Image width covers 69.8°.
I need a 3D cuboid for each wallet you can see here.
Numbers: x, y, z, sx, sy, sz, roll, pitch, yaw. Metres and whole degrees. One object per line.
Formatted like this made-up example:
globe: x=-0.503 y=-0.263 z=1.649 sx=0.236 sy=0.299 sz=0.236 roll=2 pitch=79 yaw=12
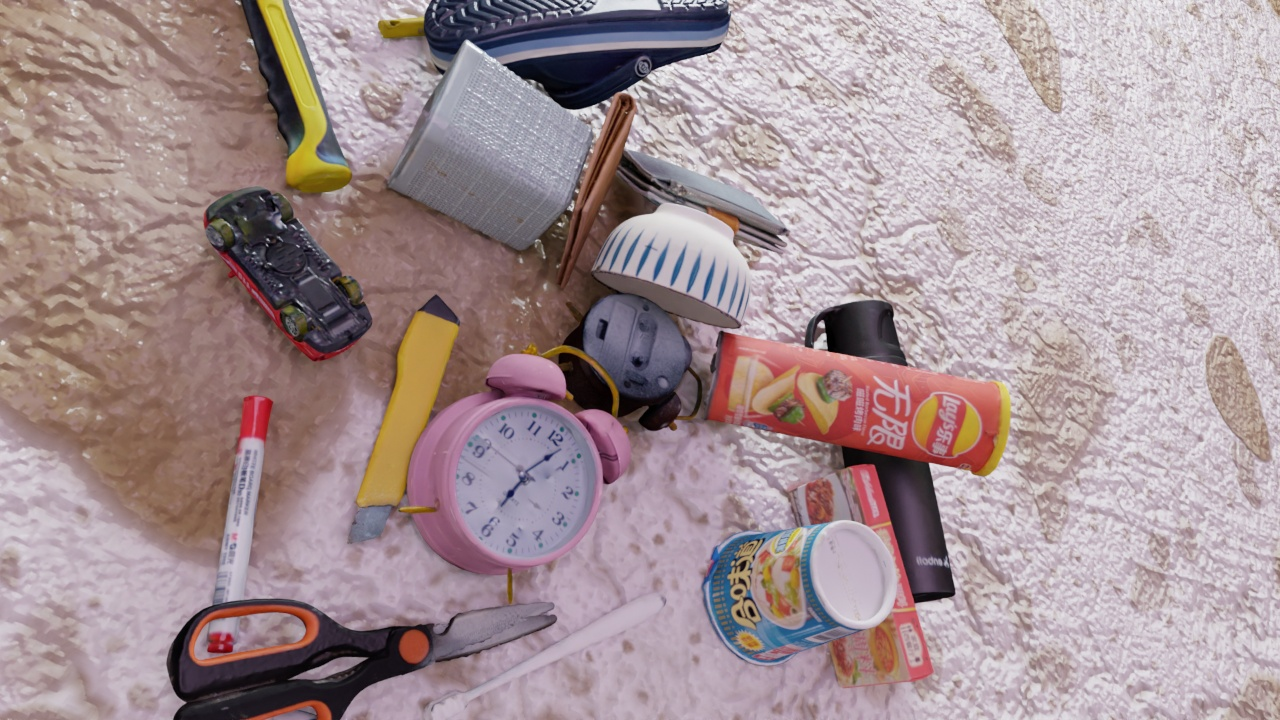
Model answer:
wallet: x=-0.035 y=-0.122 z=0.672 sx=0.020 sy=0.101 sz=0.115 roll=20 pitch=59 yaw=-3
wallet: x=0.048 y=-0.125 z=0.738 sx=0.129 sy=0.037 sz=0.106 roll=16 pitch=22 yaw=-24

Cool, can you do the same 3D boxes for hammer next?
hammer: x=-0.264 y=-0.265 z=0.641 sx=0.125 sy=0.032 sz=0.323 roll=-15 pitch=77 yaw=-33

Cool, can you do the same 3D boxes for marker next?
marker: x=-0.226 y=0.090 z=0.519 sx=0.017 sy=0.017 sz=0.145 roll=11 pitch=65 yaw=-26

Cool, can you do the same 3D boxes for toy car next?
toy car: x=-0.219 y=-0.052 z=0.567 sx=0.052 sy=0.045 sz=0.120 roll=-37 pitch=88 yaw=-38

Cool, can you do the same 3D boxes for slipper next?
slipper: x=-0.049 y=-0.253 z=0.727 sx=0.252 sy=0.095 sz=0.105 roll=-14 pitch=46 yaw=-23

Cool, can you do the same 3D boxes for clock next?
clock: x=-0.004 y=0.004 z=0.663 sx=0.122 sy=0.055 sz=0.081 roll=25 pitch=58 yaw=-20
clock: x=-0.070 y=0.061 z=0.578 sx=0.117 sy=0.060 sz=0.158 roll=44 pitch=63 yaw=-18

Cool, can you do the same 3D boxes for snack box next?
snack box: x=0.160 y=0.160 z=0.679 sx=0.025 sy=0.075 sz=0.152 roll=-2 pitch=71 yaw=-32

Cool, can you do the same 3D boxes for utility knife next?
utility knife: x=-0.152 y=0.035 z=0.587 sx=0.033 sy=0.015 sz=0.176 roll=21 pitch=62 yaw=-15

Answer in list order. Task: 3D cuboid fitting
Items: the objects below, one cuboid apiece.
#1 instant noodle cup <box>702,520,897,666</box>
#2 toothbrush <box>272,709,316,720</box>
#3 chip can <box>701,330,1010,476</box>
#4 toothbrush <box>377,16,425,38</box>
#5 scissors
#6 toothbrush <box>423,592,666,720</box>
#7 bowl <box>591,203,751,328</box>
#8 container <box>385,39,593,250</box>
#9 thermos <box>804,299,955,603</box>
instant noodle cup: x=0.113 y=0.156 z=0.632 sx=0.099 sy=0.110 sz=0.099 roll=12 pitch=65 yaw=-26
toothbrush: x=-0.117 y=0.235 z=0.519 sx=0.191 sy=0.018 sz=0.016 roll=30 pitch=56 yaw=-17
chip can: x=0.157 y=0.030 z=0.683 sx=0.216 sy=0.073 sz=0.073 roll=12 pitch=61 yaw=2
toothbrush: x=-0.120 y=-0.276 z=0.739 sx=0.189 sy=0.017 sz=0.015 roll=-20 pitch=81 yaw=-35
scissors: x=-0.143 y=0.182 z=0.522 sx=0.234 sy=0.022 sz=0.139 roll=21 pitch=60 yaw=-30
toothbrush: x=-0.053 y=0.184 z=0.580 sx=0.179 sy=0.016 sz=0.016 roll=-17 pitch=81 yaw=-35
bowl: x=0.029 y=-0.073 z=0.668 sx=0.116 sy=0.116 sz=0.066 roll=21 pitch=87 yaw=-21
container: x=-0.104 y=-0.145 z=0.651 sx=0.111 sy=0.090 sz=0.090 roll=28 pitch=58 yaw=-22
thermos: x=0.185 y=0.071 z=0.742 sx=0.090 sy=0.069 sz=0.242 roll=1 pitch=67 yaw=-18
